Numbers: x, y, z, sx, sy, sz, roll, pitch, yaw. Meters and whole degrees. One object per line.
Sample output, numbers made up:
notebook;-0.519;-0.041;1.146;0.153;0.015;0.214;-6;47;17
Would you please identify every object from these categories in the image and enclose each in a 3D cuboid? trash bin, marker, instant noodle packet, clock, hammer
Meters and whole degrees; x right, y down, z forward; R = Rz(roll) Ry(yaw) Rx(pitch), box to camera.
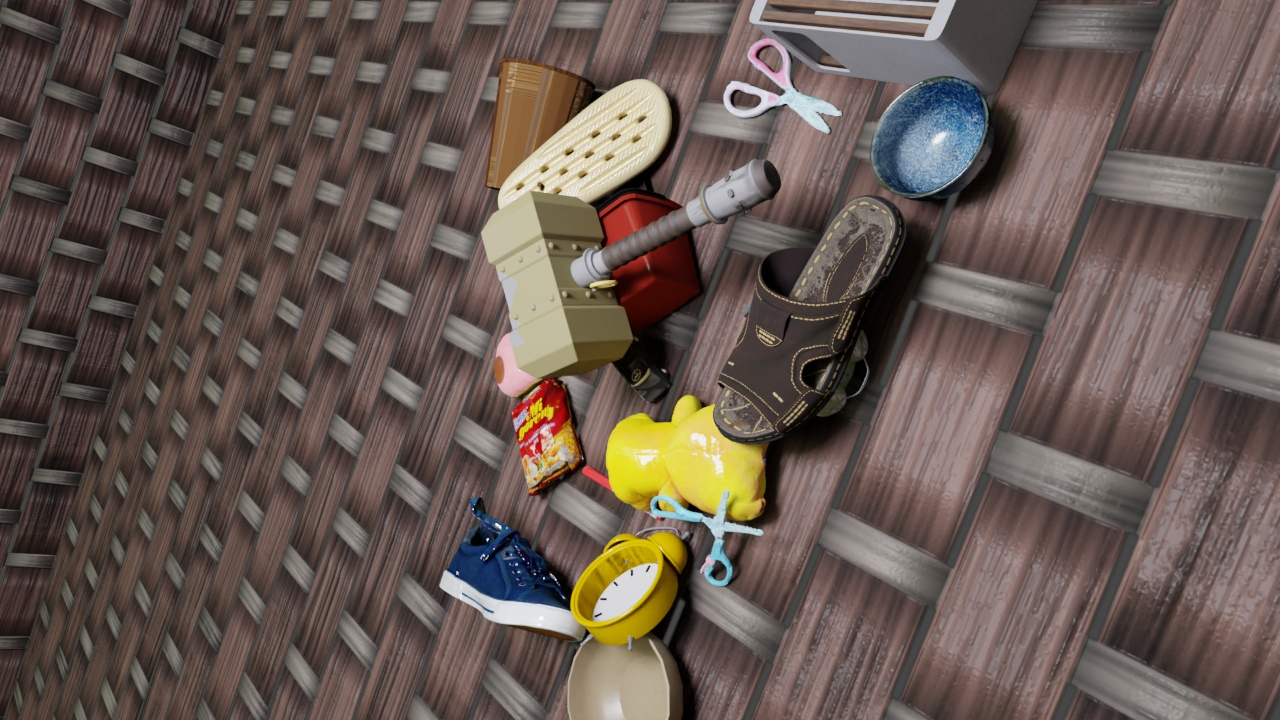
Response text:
trash bin;0.239;-0.346;0.883;0.229;0.114;0.114;28;98;45
marker;-0.022;0.154;1.071;0.142;0.012;0.013;24;95;46
instant noodle packet;-0.121;0.098;1.169;0.099;0.039;0.135;-40;53;38
clock;-0.010;0.235;0.977;0.114;0.052;0.151;-12;33;41
hammer;-0.002;-0.119;0.928;0.326;0.100;0.190;-23;79;37
clock;0.173;0.001;0.901;0.119;0.042;0.094;29;100;46

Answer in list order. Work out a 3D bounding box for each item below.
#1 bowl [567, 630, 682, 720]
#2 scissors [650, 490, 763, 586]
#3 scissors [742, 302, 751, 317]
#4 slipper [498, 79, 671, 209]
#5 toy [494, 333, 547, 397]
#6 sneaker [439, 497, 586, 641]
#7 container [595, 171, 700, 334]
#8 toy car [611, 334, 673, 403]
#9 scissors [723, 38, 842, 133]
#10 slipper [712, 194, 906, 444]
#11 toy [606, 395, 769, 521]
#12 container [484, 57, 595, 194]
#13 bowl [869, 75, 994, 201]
bowl;-0.009;0.355;0.971;0.153;0.050;0.152;-16;67;42
scissors;0.062;0.169;0.924;0.134;0.015;0.135;27;128;22
scissors;0.162;-0.078;0.950;0.128;0.019;0.142;4;74;51
slipper;-0.064;-0.250;1.181;0.262;0.079;0.111;-32;76;14
toy;-0.152;0.001;1.217;0.110;0.051;0.090;-18;67;40
sneaker;-0.148;0.249;1.096;0.295;0.120;0.127;4;72;57
container;-0.020;-0.147;1.086;0.148;0.126;0.200;-33;63;34
toy car;-0.006;0.006;1.062;0.092;0.037;0.040;49;116;5
scissors;0.155;-0.284;1.025;0.103;0.016;0.178;-50;52;21
slipper;0.146;-0.038;0.851;0.113;0.075;0.268;44;107;43
toy;0.048;0.096;0.964;0.194;0.087;0.134;-4;71;42
container;-0.145;-0.308;1.255;0.132;0.132;0.167;20;98;46
bowl;0.275;-0.194;0.842;0.115;0.060;0.114;-17;65;40
